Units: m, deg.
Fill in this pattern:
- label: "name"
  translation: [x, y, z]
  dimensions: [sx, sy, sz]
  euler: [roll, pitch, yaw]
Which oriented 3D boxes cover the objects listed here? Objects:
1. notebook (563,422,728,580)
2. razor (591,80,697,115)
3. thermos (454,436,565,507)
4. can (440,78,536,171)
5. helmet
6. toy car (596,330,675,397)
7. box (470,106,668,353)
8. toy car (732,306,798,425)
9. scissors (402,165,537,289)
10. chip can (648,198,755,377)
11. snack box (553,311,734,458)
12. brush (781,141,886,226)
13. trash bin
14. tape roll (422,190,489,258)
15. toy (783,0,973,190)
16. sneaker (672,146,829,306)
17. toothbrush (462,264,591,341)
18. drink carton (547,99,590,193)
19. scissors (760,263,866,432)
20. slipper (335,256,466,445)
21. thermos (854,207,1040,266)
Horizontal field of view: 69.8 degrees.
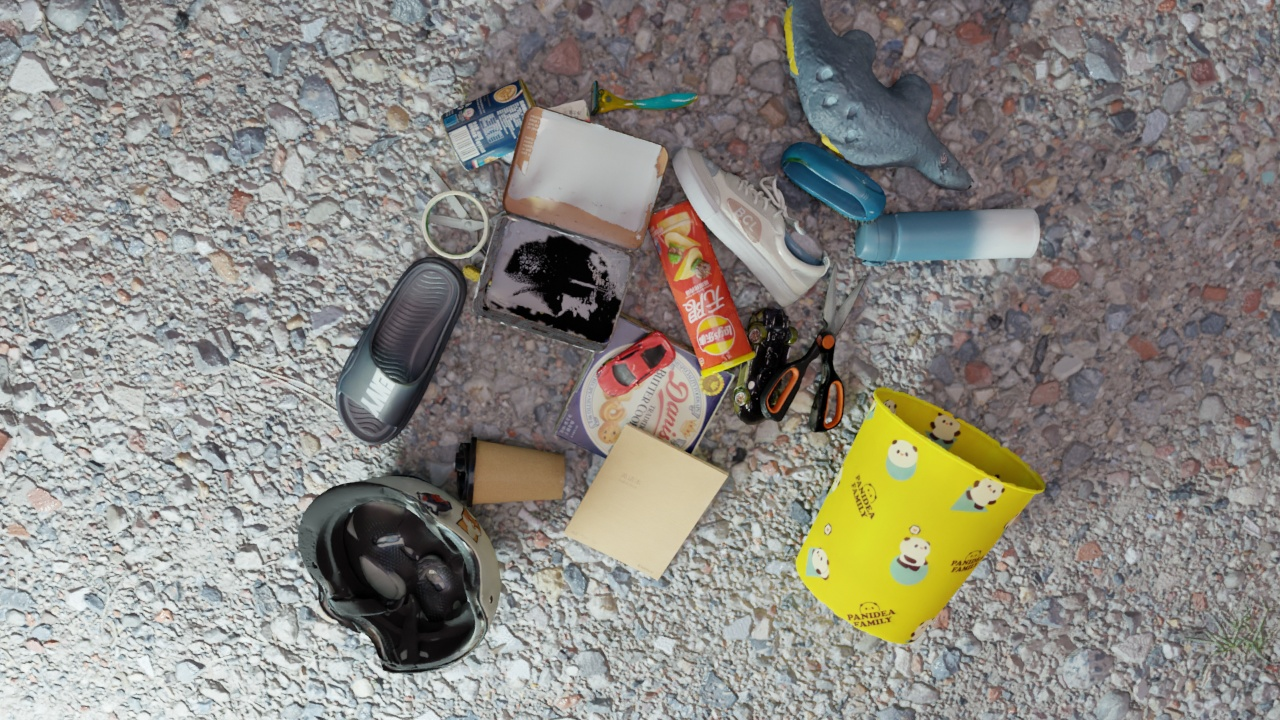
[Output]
- label: "notebook"
  translation: [0.003, 0.193, 1.230]
  dimensions: [0.149, 0.012, 0.212]
  euler: [27, 120, -5]
- label: "razor"
  translation: [0.005, -0.323, 1.139]
  dimensions: [0.132, 0.028, 0.043]
  euler: [-1, 71, 2]
- label: "thermos"
  translation: [-0.174, 0.150, 1.217]
  dimensions: [0.143, 0.093, 0.093]
  euler: [4, 103, -10]
- label: "can"
  translation: [-0.180, -0.287, 1.121]
  dimensions: [0.111, 0.075, 0.075]
  euler: [-23, 102, 5]
- label: "helmet"
  translation: [-0.294, 0.257, 1.200]
  dimensions: [0.274, 0.156, 0.230]
  euler: [47, 110, 0]
- label: "toy car"
  translation: [-0.007, 0.007, 1.166]
  dimensions: [0.106, 0.031, 0.049]
  euler: [-33, 99, 7]
- label: "box"
  translation: [-0.083, -0.157, 1.108]
  dimensions: [0.177, 0.082, 0.261]
  euler: [17, 102, -1]
- label: "toy car"
  translation: [0.158, 0.008, 1.200]
  dimensions: [0.070, 0.042, 0.158]
  euler: [3, 105, -37]
- label: "scissors"
  translation: [-0.215, -0.175, 1.178]
  dimensions: [0.159, 0.014, 0.181]
  euler: [-22, 101, 4]
- label: "chip can"
  translation: [0.074, -0.091, 1.149]
  dimensions: [0.073, 0.073, 0.216]
  euler: [-20, 91, 4]
- label: "snack box"
  translation: [0.005, 0.053, 1.214]
  dimensions: [0.182, 0.045, 0.178]
  euler: [26, 100, -6]
- label: "brush"
  translation: [0.235, -0.221, 1.122]
  dimensions: [0.144, 0.073, 0.055]
  euler: [37, 92, 16]
- label: "trash bin"
  translation: [0.339, 0.200, 1.170]
  dimensions: [0.229, 0.229, 0.256]
  euler: [25, 107, -6]
- label: "tape roll"
  translation: [-0.234, -0.173, 1.167]
  dimensions: [0.086, 0.014, 0.086]
  euler: [1, 100, 4]
- label: "toy"
  translation: [0.272, -0.315, 1.120]
  dimensions: [0.356, 0.091, 0.137]
  euler: [43, 71, -10]
- label: "sneaker"
  translation: [0.142, -0.181, 1.138]
  dimensions: [0.091, 0.089, 0.242]
  euler: [-37, 105, 23]
- label: "toothbrush"
  translation: [-0.145, -0.072, 1.188]
  dimensions: [0.190, 0.016, 0.016]
  euler: [29, 102, -14]
- label: "drink carton"
  translation: [-0.080, -0.258, 1.144]
  dimensions: [0.053, 0.045, 0.122]
  euler: [-12, 103, 1]
- label: "scissors"
  translation: [0.242, -0.004, 1.210]
  dimensions: [0.224, 0.022, 0.204]
  euler: [-42, 116, -9]
- label: "slipper"
  translation: [-0.316, -0.010, 1.179]
  dimensions: [0.110, 0.083, 0.268]
  euler: [29, 99, -5]
- label: "thermos"
  translation: [0.385, -0.157, 1.163]
  dimensions: [0.220, 0.070, 0.070]
  euler: [-2, 102, 1]
